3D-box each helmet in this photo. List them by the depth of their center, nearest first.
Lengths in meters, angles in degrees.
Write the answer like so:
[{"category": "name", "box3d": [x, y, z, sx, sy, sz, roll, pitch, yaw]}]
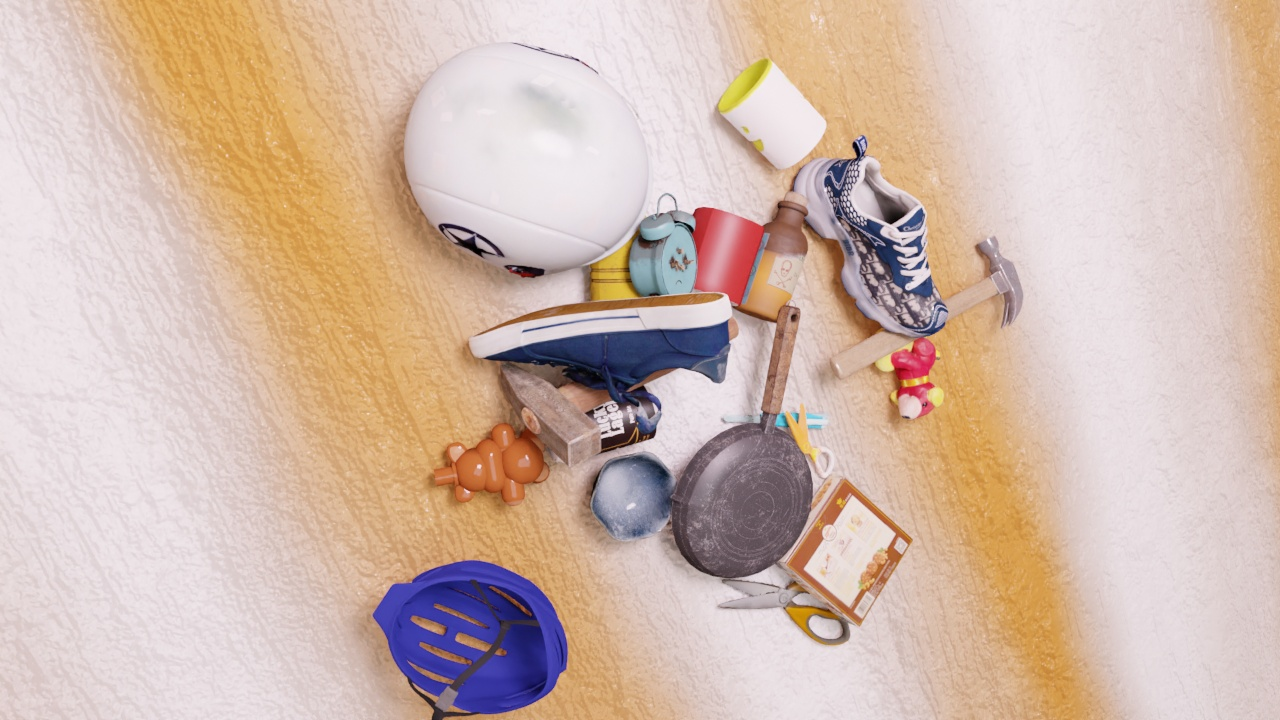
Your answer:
[{"category": "helmet", "box3d": [-0.109, -0.208, 0.934, 0.264, 0.164, 0.236, 21, 90, -6]}, {"category": "helmet", "box3d": [-0.165, 0.313, 0.967, 0.241, 0.227, 0.148, 32, 94, -21]}]

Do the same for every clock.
[{"category": "clock", "box3d": [0.027, -0.122, 1.015, 0.089, 0.053, 0.124, -20, 110, -60]}]

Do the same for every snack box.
[{"category": "snack box", "box3d": [0.269, 0.251, 1.218, 0.147, 0.041, 0.143, 41, 75, -15]}]

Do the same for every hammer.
[{"category": "hammer", "box3d": [-0.006, 0.006, 1.061, 0.300, 0.158, 0.037, -25, 134, -30]}, {"category": "hammer", "box3d": [0.382, -0.056, 1.209, 0.330, 0.031, 0.119, -25, 86, -24]}]

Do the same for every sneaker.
[{"category": "sneaker", "box3d": [-0.044, 0.002, 0.978, 0.295, 0.120, 0.127, -2, 104, 19]}, {"category": "sneaker", "box3d": [0.307, -0.147, 1.123, 0.103, 0.133, 0.269, -39, 97, -22]}]

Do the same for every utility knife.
[{"category": "utility knife", "box3d": [0.177, 0.074, 1.185, 0.158, 0.015, 0.022, 5, 94, -24]}]

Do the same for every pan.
[{"category": "pan", "box3d": [0.149, 0.103, 1.113, 0.207, 0.040, 0.357, 7, 101, -29]}]

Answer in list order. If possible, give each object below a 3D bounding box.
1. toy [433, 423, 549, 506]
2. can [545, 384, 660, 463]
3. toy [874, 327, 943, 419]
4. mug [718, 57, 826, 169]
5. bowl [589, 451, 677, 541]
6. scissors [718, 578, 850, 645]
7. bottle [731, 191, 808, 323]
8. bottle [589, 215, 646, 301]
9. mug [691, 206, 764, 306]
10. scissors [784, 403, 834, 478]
[{"category": "toy", "box3d": [-0.168, 0.120, 1.038, 0.127, 0.065, 0.095, -10, 93, -12]}, {"category": "can", "box3d": [-0.046, 0.071, 1.066, 0.128, 0.072, 0.072, -14, 102, -19]}, {"category": "toy", "box3d": [0.364, 0.008, 1.234, 0.105, 0.067, 0.137, -17, 90, -22]}, {"category": "mug", "box3d": [0.158, -0.293, 1.096, 0.106, 0.083, 0.082, 39, 82, -22]}, {"category": "bowl", "box3d": [-0.015, 0.158, 1.099, 0.110, 0.055, 0.110, -3, 98, -22]}, {"category": "scissors", "box3d": [0.209, 0.307, 1.229, 0.225, 0.016, 0.166, 25, 87, -22]}, {"category": "bottle", "box3d": [0.168, -0.129, 1.128, 0.067, 0.068, 0.157, 19, 89, -23]}, {"category": "bottle", "box3d": [-0.024, -0.115, 1.054, 0.071, 0.071, 0.164, -4, 98, -21]}, {"category": "mug", "box3d": [0.077, -0.128, 1.087, 0.116, 0.080, 0.096, 18, 90, -16]}, {"category": "scissors", "box3d": [0.223, 0.107, 1.200, 0.083, 0.012, 0.133, -15, 113, -21]}]
